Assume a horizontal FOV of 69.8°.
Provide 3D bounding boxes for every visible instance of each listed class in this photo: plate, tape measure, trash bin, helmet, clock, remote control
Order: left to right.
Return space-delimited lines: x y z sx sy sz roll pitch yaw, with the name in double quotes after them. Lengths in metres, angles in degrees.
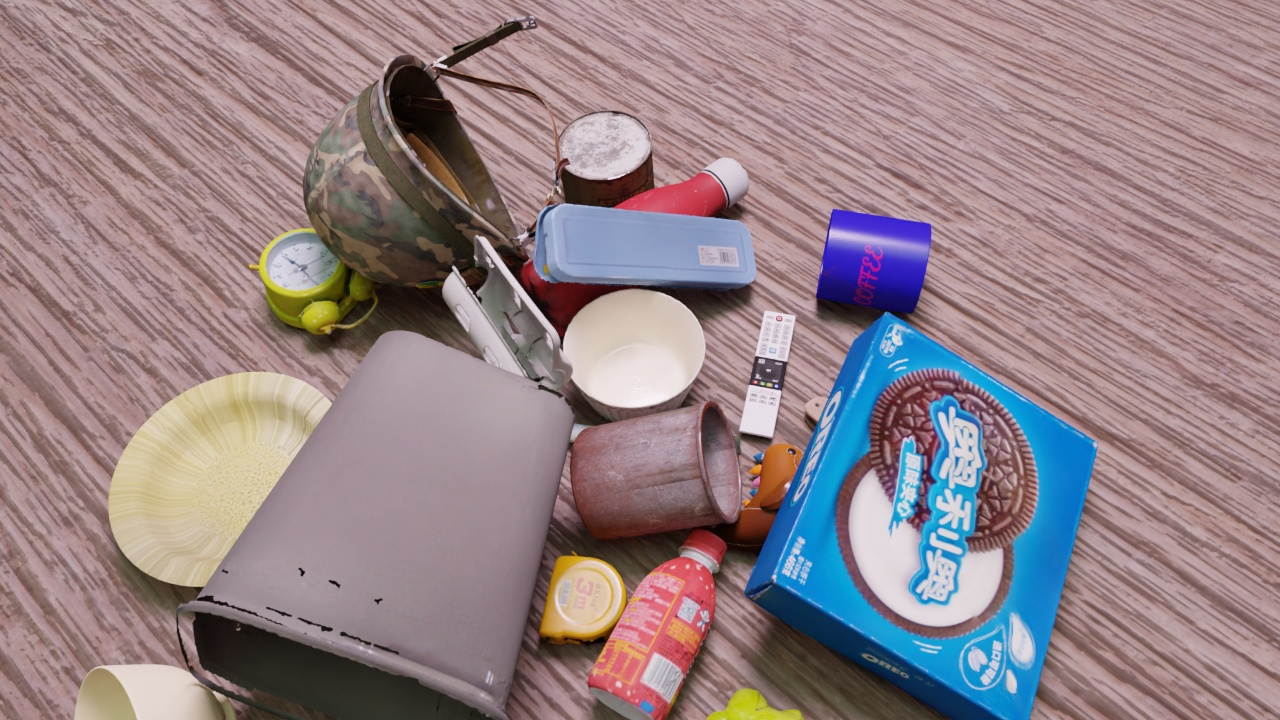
-0.322 0.097 0.736 0.184 0.036 0.184 -1 58 1 "plate"
-0.288 -0.067 0.827 0.119 0.057 0.083 34 62 13 "clock"
-0.155 0.122 0.615 0.197 0.198 0.219 23 53 -7 "trash bin"
-0.161 -0.163 0.791 0.237 0.224 0.192 -32 76 22 "helmet"
-0.039 0.177 0.677 0.059 0.030 0.068 7 61 7 "tape measure"
0.109 0.011 0.785 0.028 0.012 0.124 11 59 9 "remote control"

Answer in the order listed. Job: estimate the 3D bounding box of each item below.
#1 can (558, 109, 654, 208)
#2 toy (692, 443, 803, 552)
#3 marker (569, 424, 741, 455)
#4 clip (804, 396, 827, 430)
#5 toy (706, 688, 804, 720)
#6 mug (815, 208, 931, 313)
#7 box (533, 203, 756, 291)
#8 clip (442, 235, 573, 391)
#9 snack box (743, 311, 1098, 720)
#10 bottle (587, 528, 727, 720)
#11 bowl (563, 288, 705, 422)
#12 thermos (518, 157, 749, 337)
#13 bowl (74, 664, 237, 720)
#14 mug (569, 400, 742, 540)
-0.032 -0.180 0.875 0.090 0.075 0.089 -2 58 3 "can"
0.091 0.106 0.714 0.103 0.071 0.090 -12 41 22 "toy"
0.010 0.065 0.753 0.146 0.017 0.017 4 58 5 "marker"
0.157 0.053 0.746 0.025 0.049 0.061 -26 88 -13 "clip"
0.081 0.271 0.610 0.094 0.036 0.093 22 58 23 "toy"
0.206 -0.095 0.816 0.083 0.079 0.111 11 31 9 "mug"
0.004 -0.094 0.783 0.209 0.052 0.067 -1 81 -35 "box"
-0.111 -0.009 0.731 0.089 0.151 0.125 -21 59 -24 "clip"
0.207 0.111 0.656 0.195 0.056 0.238 31 61 -2 "snack box"
0.020 0.184 0.652 0.062 0.062 0.137 24 61 17 "bottle"
-0.005 0.004 0.764 0.115 0.063 0.115 -1 58 2 "bowl"
0.003 -0.113 0.832 0.239 0.073 0.073 -36 63 -19 "thermos"
-0.314 0.254 0.609 0.073 0.118 0.118 -1 44 -50 "bowl"
0.016 0.075 0.695 0.110 0.096 0.122 -8 26 18 "mug"
